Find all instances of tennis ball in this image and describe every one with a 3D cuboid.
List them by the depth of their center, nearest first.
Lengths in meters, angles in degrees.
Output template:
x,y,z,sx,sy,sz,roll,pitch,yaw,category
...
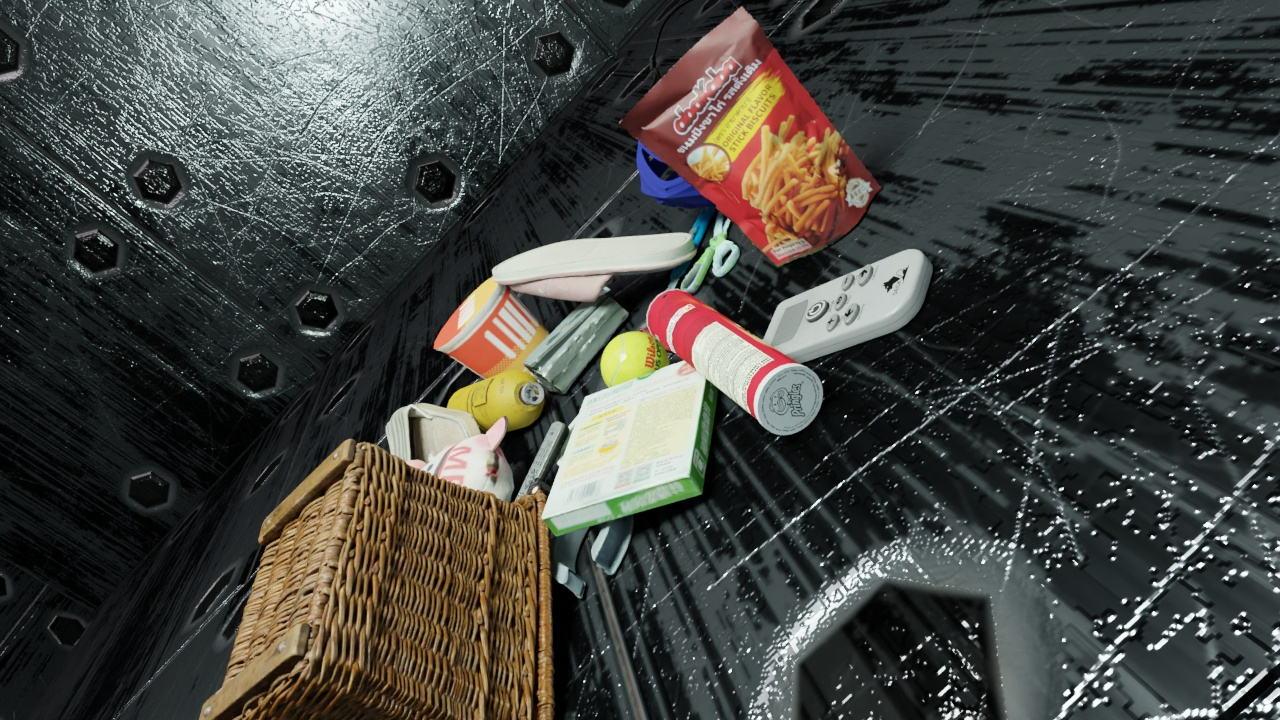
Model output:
x,y,z,sx,sy,sz,roll,pitch,yaw,category
-0.005,0.005,0.871,0.065,0.065,0.065,-40,22,19,tennis ball

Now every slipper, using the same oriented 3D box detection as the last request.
x,y,z,sx,sy,sz,roll,pitch,yaw,category
-0.058,-0.107,1.081,0.275,0.054,0.113,-2,25,32,slipper
-0.267,0.109,1.154,0.053,0.114,0.273,-10,0,-36,slipper

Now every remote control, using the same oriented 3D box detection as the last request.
x,y,z,sx,sy,sz,roll,pitch,yaw,category
0.152,-0.038,0.704,0.151,0.019,0.074,-23,32,48,remote control
-0.106,0.122,0.897,0.136,0.013,0.033,-64,20,-12,remote control

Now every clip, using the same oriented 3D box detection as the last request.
x,y,z,sx,sy,sz,roll,pitch,yaw,category
-0.027,0.119,0.767,0.115,0.028,0.163,-39,23,17,clip

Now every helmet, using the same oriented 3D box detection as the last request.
x,y,z,sx,sy,sz,roll,pitch,yaw,category
0.068,-0.292,1.051,0.148,0.228,0.240,5,29,26,helmet

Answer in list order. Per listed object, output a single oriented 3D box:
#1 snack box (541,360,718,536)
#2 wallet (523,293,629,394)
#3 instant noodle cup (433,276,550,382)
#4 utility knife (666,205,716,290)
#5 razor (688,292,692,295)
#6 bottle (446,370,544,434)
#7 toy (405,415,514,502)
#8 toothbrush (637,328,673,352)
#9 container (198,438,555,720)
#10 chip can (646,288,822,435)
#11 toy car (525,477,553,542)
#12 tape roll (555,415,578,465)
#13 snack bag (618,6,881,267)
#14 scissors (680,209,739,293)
x,y,z,sx,sy,sz,roll,pitch,yaw,category
-0.003,0.066,0.761,0.132,0.027,0.167,-21,27,23,snack box
-0.078,-0.025,1.099,0.131,0.054,0.100,-46,21,-11,wallet
-0.179,-0.024,1.187,0.124,0.121,0.123,-40,22,19,instant noodle cup
0.059,-0.134,1.070,0.031,0.015,0.185,-31,27,44,utility knife
0.069,-0.027,0.851,0.144,0.022,0.043,-132,43,-65,razor
-0.168,0.052,1.100,0.164,0.071,0.070,-18,35,53,bottle
-0.207,0.147,0.990,0.214,0.084,0.141,-30,31,43,toy
0.032,-0.016,0.905,0.016,0.016,0.190,-53,21,-5,toothbrush
-0.183,0.192,0.666,0.162,0.183,0.249,-41,32,23,container
0.066,-0.006,0.729,0.052,0.052,0.215,-48,28,0,chip can
-0.091,0.147,0.817,0.037,0.040,0.092,-39,24,24,toy car
-0.045,0.070,0.901,0.094,0.018,0.093,-40,22,19,tape roll
0.101,-0.184,0.801,0.139,0.208,0.066,-38,22,22,snack bag
0.080,-0.131,1.025,0.093,0.032,0.174,-38,18,29,scissors
